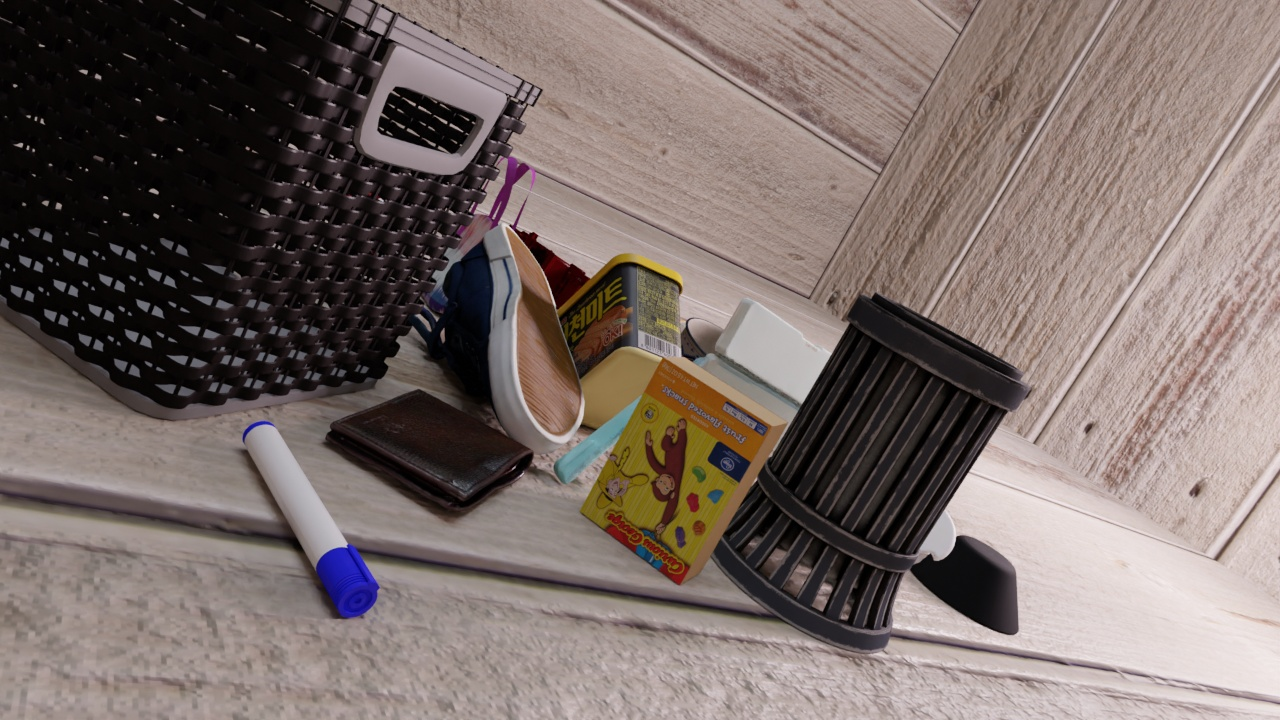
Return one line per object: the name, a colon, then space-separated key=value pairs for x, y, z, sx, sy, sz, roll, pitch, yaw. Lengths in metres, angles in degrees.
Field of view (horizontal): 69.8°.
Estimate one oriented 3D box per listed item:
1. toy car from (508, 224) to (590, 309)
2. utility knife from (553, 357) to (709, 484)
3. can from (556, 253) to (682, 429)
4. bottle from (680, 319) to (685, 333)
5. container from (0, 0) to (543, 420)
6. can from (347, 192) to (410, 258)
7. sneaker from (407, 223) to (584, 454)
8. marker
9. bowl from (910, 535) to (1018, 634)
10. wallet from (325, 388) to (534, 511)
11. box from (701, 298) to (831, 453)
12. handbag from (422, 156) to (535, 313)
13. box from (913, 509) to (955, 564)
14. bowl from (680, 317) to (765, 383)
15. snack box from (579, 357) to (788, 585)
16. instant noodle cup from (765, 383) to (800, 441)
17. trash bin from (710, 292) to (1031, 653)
toy car: x=-0.137 y=-0.122 z=1.208 sx=0.170 sy=0.070 sz=0.062 roll=36 pitch=2 yaw=31
utility knife: x=-0.004 y=0.040 z=0.716 sx=0.022 sy=0.015 sz=0.168 roll=29 pitch=54 yaw=36
can: x=-0.023 y=-0.013 z=0.807 sx=0.072 sy=0.131 sz=0.100 roll=21 pitch=51 yaw=-29
bottle: x=0.069 y=-0.025 z=1.285 sx=0.063 sy=0.063 sz=0.109 roll=23 pitch=12 yaw=-22
container: x=-0.256 y=-0.133 z=0.579 sx=0.245 sy=0.244 sz=0.247 roll=31 pitch=13 yaw=13
can: x=-0.284 y=-0.143 z=0.989 sx=0.063 sy=0.063 sz=0.114 roll=14 pitch=19 yaw=-48
sneaker: x=-0.135 y=-0.010 z=0.768 sx=0.121 sy=0.127 sz=0.294 roll=52 pitch=8 yaw=-34
marker: x=-0.167 y=0.074 z=0.457 sx=0.020 sy=0.020 sz=0.141 roll=15 pitch=18 yaw=-46
bowl: x=0.334 y=0.211 z=0.915 sx=0.124 sy=0.052 sz=0.124 roll=27 pitch=12 yaw=-7
wallet: x=-0.132 y=0.055 z=0.598 sx=0.099 sy=0.031 sz=0.119 roll=27 pitch=13 yaw=10
box: x=0.145 y=0.030 z=0.988 sx=0.197 sy=0.136 sz=0.043 roll=31 pitch=11 yaw=-32
handbag: x=-0.159 y=-0.128 z=0.945 sx=0.068 sy=0.170 sz=0.144 roll=20 pitch=15 yaw=-34
box: x=0.241 y=0.152 z=0.876 sx=0.081 sy=0.092 sz=0.161 roll=5 pitch=20 yaw=-12
bowl: x=0.083 y=0.010 z=1.067 sx=0.115 sy=0.059 sz=0.115 roll=31 pitch=23 yaw=-15
snack box: x=0.029 y=0.074 z=0.634 sx=0.088 sy=0.126 sz=0.040 roll=33 pitch=13 yaw=20
instant noodle cup: x=0.186 y=0.045 z=1.107 sx=0.123 sy=0.122 sz=0.123 roll=27 pitch=12 yaw=-7
trash bin: x=0.174 y=0.077 z=0.700 sx=0.164 sy=0.228 sz=0.164 roll=27 pitch=12 yaw=-7
